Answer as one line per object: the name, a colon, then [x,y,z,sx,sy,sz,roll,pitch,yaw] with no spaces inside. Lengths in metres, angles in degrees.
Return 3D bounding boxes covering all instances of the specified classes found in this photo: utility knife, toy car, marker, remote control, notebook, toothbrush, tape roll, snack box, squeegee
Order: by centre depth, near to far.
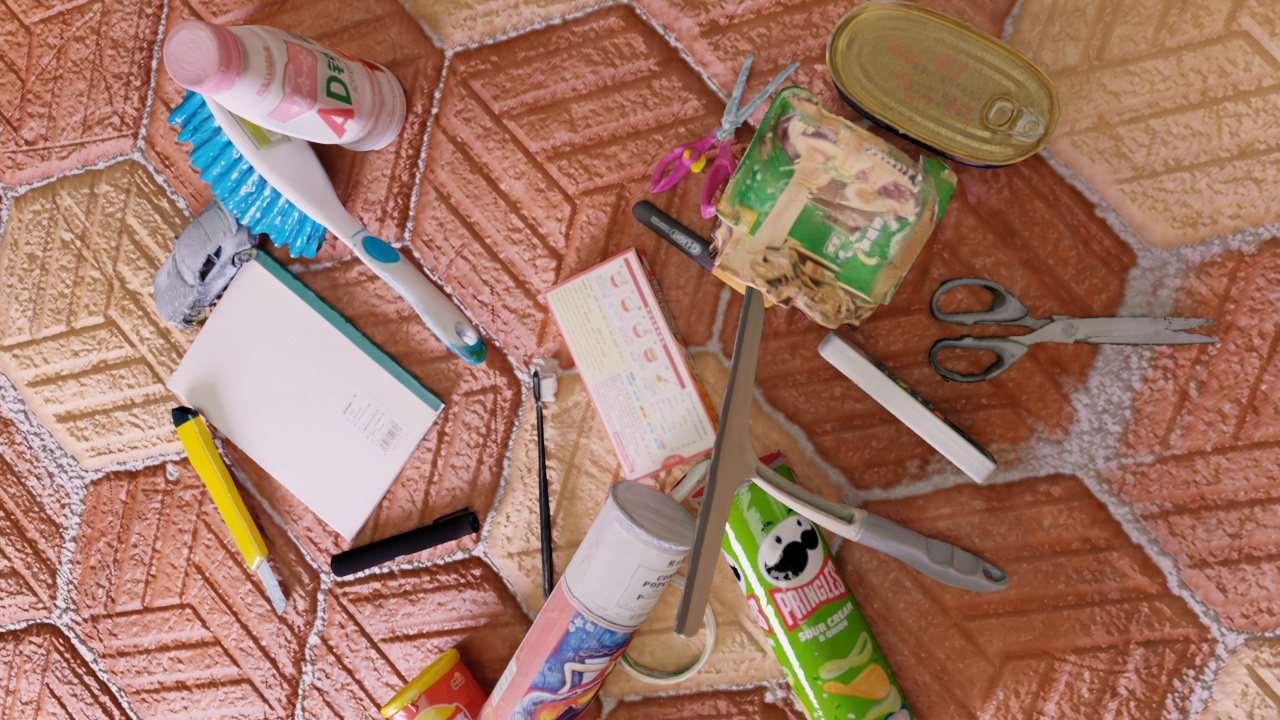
snack box: [0.110,-0.094,0.581,0.118,0.105,0.118,29,102,-3]
squeegee: [0.139,0.102,0.599,0.246,0.245,0.039,27,146,-18]
remote control: [0.175,0.027,0.608,0.135,0.056,0.019,40,103,8]
marker: [0.045,-0.077,0.651,0.124,0.015,0.018,36,99,10]
snack box: [-0.004,0.004,0.667,0.077,0.027,0.156,-24,90,16]
toothbrush: [-0.011,0.138,0.690,0.017,0.016,0.188,46,105,16]
tape roll: [0.013,0.200,0.691,0.086,0.013,0.086,2,97,15]
toothbrush: [-0.071,0.097,0.699,0.018,0.015,0.181,0,95,5]
marker: [-0.190,0.146,0.734,0.132,0.020,0.022,-20,102,15]
toy car: [-0.354,-0.080,0.738,0.121,0.036,0.054,-46,69,18]
notebook: [-0.275,0.027,0.747,0.209,0.012,0.150,39,104,8]
utility knife: [-0.342,0.125,0.772,0.033,0.015,0.197,-22,95,35]

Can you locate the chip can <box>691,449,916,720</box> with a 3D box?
chip can: [0.120,0.182,0.632,0.072,0.072,0.236,-27,89,16]

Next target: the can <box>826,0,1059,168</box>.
can: [0.189,-0.174,0.585,0.148,0.049,0.075,29,103,10]

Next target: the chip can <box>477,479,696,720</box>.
chip can: [-0.041,0.192,0.660,0.071,0.071,0.215,33,106,9]

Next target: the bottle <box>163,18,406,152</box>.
bottle: [-0.232,-0.184,0.616,0.068,0.196,0.068,2,97,14]

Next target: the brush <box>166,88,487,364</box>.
brush: [-0.234,-0.102,0.681,0.314,0.060,0.110,52,137,0]

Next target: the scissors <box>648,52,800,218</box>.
scissors: [0.057,-0.148,0.613,0.134,0.124,0.017,-40,130,23]

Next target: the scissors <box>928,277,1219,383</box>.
scissors: [0.276,-0.028,0.598,0.174,0.014,0.141,-35,88,15]

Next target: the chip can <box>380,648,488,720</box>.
chip can: [-0.109,0.331,0.707,0.073,0.073,0.216,-38,86,15]
